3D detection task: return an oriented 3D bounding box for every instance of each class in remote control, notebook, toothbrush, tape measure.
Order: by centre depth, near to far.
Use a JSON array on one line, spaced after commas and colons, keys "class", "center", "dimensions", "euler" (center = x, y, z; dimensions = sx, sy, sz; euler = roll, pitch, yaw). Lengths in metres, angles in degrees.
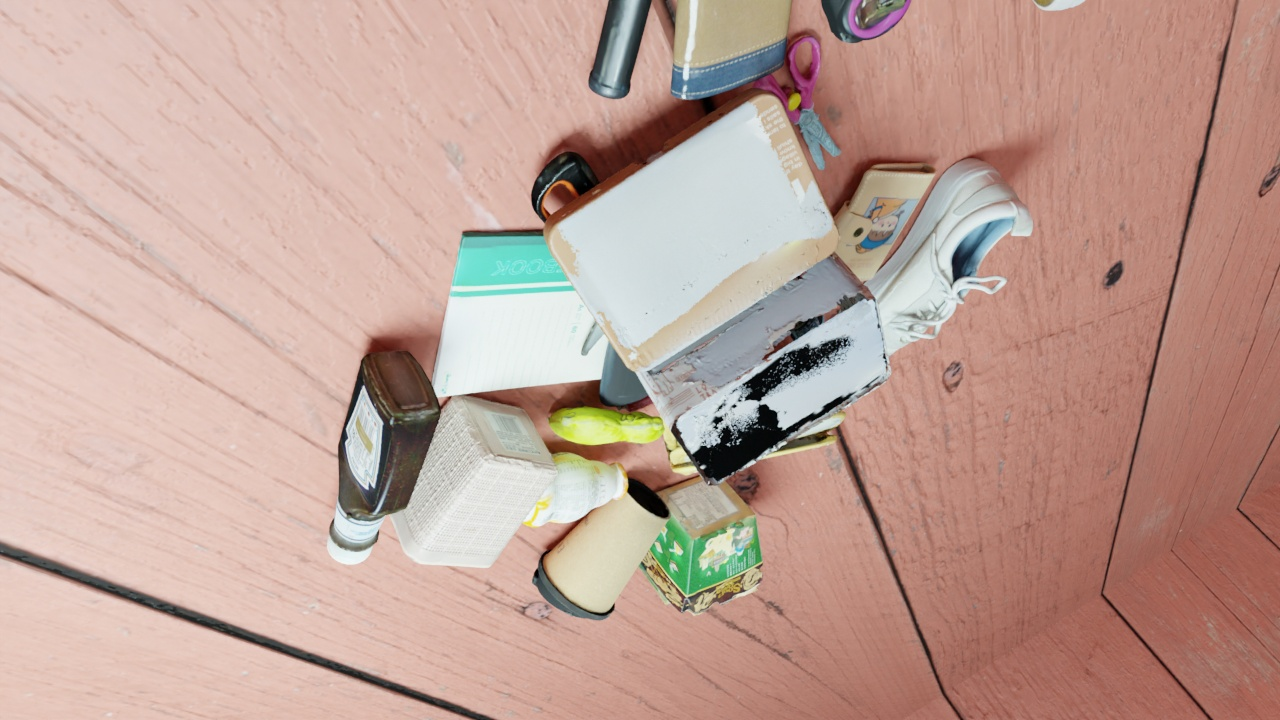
[{"class": "toothbrush", "center": [0.008, -0.244, 0.498], "dimensions": [0.026, 0.027, 0.213], "euler": [-61, 173, -50]}, {"class": "tape measure", "center": [0.148, -0.238, 0.594], "dimensions": [0.058, 0.039, 0.057], "euler": [-34, 144, 2]}, {"class": "notebook", "center": [-0.051, -0.039, 0.708], "dimensions": [0.208, 0.012, 0.151], "euler": [-6, 136, -30]}, {"class": "remote control", "center": [-0.004, 0.004, 0.746], "dimensions": [0.053, 0.024, 0.137], "euler": [-14, 149, -17]}]

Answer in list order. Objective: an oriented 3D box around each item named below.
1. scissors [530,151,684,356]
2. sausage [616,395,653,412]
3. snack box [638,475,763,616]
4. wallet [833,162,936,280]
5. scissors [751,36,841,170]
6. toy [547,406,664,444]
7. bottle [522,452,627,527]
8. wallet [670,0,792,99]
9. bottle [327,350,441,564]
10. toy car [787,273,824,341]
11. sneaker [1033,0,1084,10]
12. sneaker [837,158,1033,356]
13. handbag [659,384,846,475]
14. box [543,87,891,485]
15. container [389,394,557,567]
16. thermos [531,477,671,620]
[{"class": "scissors", "center": [0.007, -0.090, 0.668], "dimensions": [0.221, 0.021, 0.234], "euler": [-40, 142, 16]}, {"class": "sausage", "center": [0.049, 0.014, 0.833], "dimensions": [0.155, 0.020, 0.020], "euler": [-22, 143, -13]}, {"class": "snack box", "center": [0.066, 0.186, 0.983], "dimensions": [0.118, 0.117, 0.106], "euler": [-17, 129, -24]}, {"class": "wallet", "center": [0.194, -0.117, 0.785], "dimensions": [0.087, 0.024, 0.115], "euler": [-9, 140, -35]}, {"class": "scissors", "center": [0.125, -0.184, 0.666], "dimensions": [0.073, 0.017, 0.137], "euler": [-52, 144, 11]}, {"class": "toy", "center": [-0.030, 0.057, 0.793], "dimensions": [0.100, 0.031, 0.097], "euler": [0, 168, 5]}, {"class": "bottle", "center": [-0.065, 0.114, 0.830], "dimensions": [0.108, 0.063, 0.063], "euler": [-2, 134, -34]}, {"class": "wallet", "center": [0.057, -0.221, 0.552], "dimensions": [0.090, 0.033, 0.115], "euler": [-26, 144, -23]}, {"class": "bottle", "center": [-0.199, 0.083, 0.684], "dimensions": [0.044, 0.080, 0.195], "euler": [-7, 139, -38]}, {"class": "toy car", "center": [0.142, -0.038, 0.810], "dimensions": [0.037, 0.054, 0.121], "euler": [-31, 144, 2]}, {"class": "sneaker", "center": [0.312, -0.332, 0.555], "dimensions": [0.088, 0.118, 0.242], "euler": [0, 132, -7]}, {"class": "sneaker", "center": [0.264, -0.060, 0.842], "dimensions": [0.089, 0.090, 0.243], "euler": [1, 133, -36]}, {"class": "handbag", "center": [0.105, 0.076, 0.881], "dimensions": [0.163, 0.063, 0.179], "euler": [-12, 157, -1]}, {"class": "box", "center": [0.065, -0.040, 0.657], "dimensions": [0.179, 0.110, 0.259], "euler": [-32, 144, 0]}, {"class": "container", "center": [-0.136, 0.095, 0.738], "dimensions": [0.090, 0.090, 0.111], "euler": [18, 119, -46]}, {"class": "thermos", "center": [-0.037, 0.191, 0.926], "dimensions": [0.093, 0.093, 0.143], "euler": [22, 110, -48]}]
